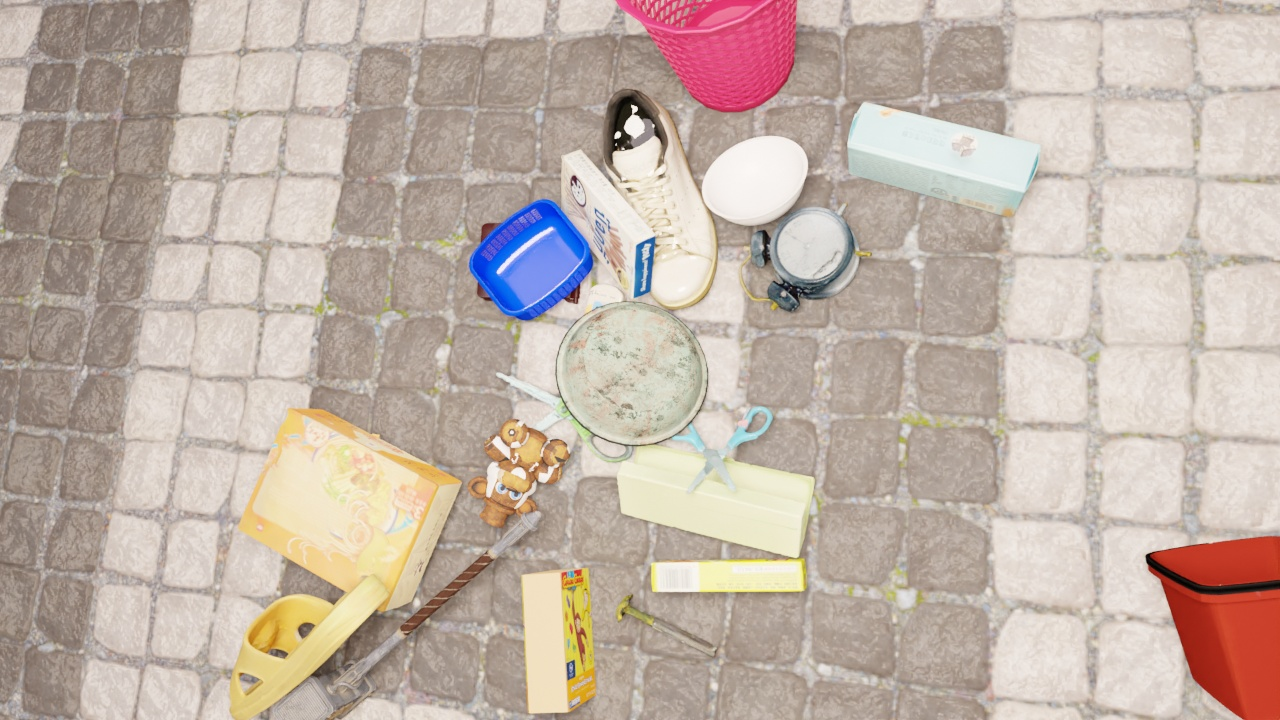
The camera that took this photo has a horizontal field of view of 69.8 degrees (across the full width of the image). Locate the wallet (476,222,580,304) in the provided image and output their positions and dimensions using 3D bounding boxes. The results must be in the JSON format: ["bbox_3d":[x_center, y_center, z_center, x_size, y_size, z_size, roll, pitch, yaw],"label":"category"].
[{"bbox_3d":[-0.121,-0.108,1.014,0.116,0.018,0.091,1,80,12],"label":"wallet"}]

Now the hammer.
[{"bbox_3d":[-0.222,0.259,0.933,0.322,0.098,0.044,-41,78,5],"label":"hammer"}]

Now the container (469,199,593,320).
[{"bbox_3d":[-0.112,-0.103,0.974,0.114,0.058,0.096,-39,78,1],"label":"container"}]

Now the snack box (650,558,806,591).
[{"bbox_3d":[0.086,0.210,0.895,0.148,0.040,0.029,-4,81,14],"label":"snack box"}]

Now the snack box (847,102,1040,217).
[{"bbox_3d":[0.291,-0.195,0.893,0.175,0.075,0.053,18,86,17],"label":"snack box"}]

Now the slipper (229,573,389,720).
[{"bbox_3d":[-0.350,0.279,0.917,0.078,0.099,0.264,48,120,-4],"label":"slipper"}]

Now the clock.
[{"bbox_3d":[0.161,-0.102,0.924,0.129,0.052,0.090,-27,75,13],"label":"clock"}]

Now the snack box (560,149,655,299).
[{"bbox_3d":[-0.036,-0.141,0.946,0.026,0.082,0.150,-24,57,-23],"label":"snack box"}]

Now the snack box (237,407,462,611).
[{"bbox_3d":[-0.306,0.153,0.981,0.195,0.080,0.145,24,92,16],"label":"snack box"}]

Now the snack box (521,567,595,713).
[{"bbox_3d":[-0.079,0.271,0.901,0.040,0.088,0.125,-7,79,13],"label":"snack box"}]

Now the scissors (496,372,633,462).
[{"bbox_3d":[-0.077,0.046,0.968,0.171,0.023,0.169,29,106,9],"label":"scissors"}]

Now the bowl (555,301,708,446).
[{"bbox_3d":[-0.005,0.006,0.921,0.157,0.039,0.157,3,69,-8],"label":"bowl"}]

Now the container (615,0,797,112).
[{"bbox_3d":[0.078,-0.348,0.893,0.183,0.225,0.183,-2,80,14],"label":"container"}]

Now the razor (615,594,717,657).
[{"bbox_3d":[0.026,0.265,0.908,0.106,0.042,0.026,24,84,7],"label":"razor"}]

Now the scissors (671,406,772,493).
[{"bbox_3d":[0.066,0.082,0.904,0.126,0.135,0.015,12,128,36],"label":"scissors"}]

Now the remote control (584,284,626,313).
[{"bbox_3d":[-0.048,-0.019,0.979,0.038,0.018,0.125,13,86,15],"label":"remote control"}]

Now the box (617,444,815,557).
[{"bbox_3d":[0.072,0.139,0.906,0.188,0.089,0.078,11,114,15],"label":"box"}]

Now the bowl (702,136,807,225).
[{"bbox_3d":[0.122,-0.175,0.943,0.110,0.040,0.109,-13,53,18],"label":"bowl"}]

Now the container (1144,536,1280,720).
[{"bbox_3d":[0.495,0.170,0.743,0.127,0.148,0.201,-11,87,11],"label":"container"}]

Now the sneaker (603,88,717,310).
[{"bbox_3d":[0.016,-0.175,0.944,0.089,0.102,0.241,-17,78,11],"label":"sneaker"}]

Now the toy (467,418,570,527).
[{"bbox_3d":[-0.129,0.119,0.951,0.087,0.067,0.112,27,91,-12],"label":"toy"}]
